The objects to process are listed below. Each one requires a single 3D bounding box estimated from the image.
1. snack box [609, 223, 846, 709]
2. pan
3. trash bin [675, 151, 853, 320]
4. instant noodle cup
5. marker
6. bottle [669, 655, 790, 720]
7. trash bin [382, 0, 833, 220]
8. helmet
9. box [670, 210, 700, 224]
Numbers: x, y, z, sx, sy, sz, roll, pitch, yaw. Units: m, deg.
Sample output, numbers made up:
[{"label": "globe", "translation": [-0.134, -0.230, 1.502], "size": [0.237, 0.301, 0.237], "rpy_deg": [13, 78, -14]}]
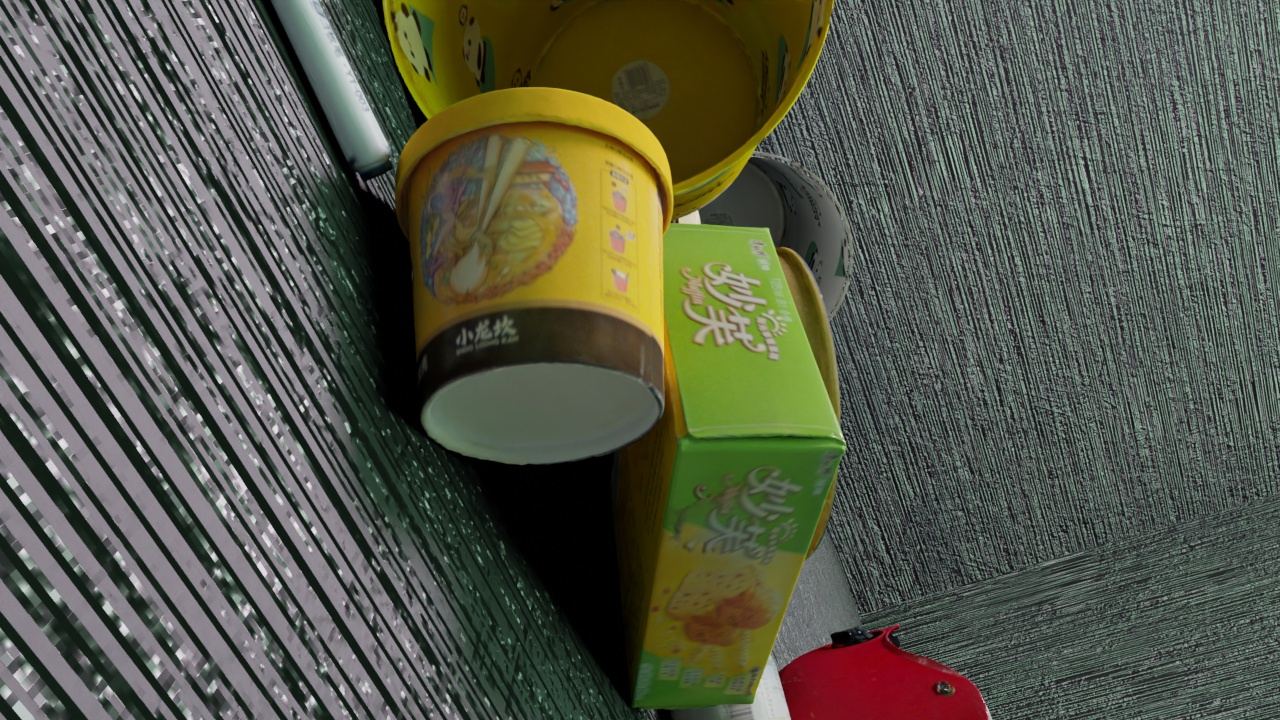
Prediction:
[{"label": "snack box", "translation": [0.030, 0.057, 0.471], "size": [0.157, 0.070, 0.210], "rpy_deg": [-98, -168, -47]}, {"label": "pan", "translation": [0.077, 0.013, 0.656], "size": [0.357, 0.078, 0.198], "rpy_deg": [-130, -140, -76]}, {"label": "trash bin", "translation": [0.105, -0.141, 1.078], "size": [0.251, 0.230, 0.229], "rpy_deg": [-95, 163, -71]}, {"label": "instant noodle cup", "translation": [-0.041, -0.027, 0.374], "size": [0.118, 0.119, 0.114], "rpy_deg": [53, 28, -59]}, {"label": "marker", "translation": [-0.131, -0.132, 0.353], "size": [0.131, 0.018, 0.022], "rpy_deg": [67, 23, -15]}, {"label": "bottle", "translation": [0.064, 0.255, 0.507], "size": [0.068, 0.068, 0.189], "rpy_deg": [54, 19, -57]}, {"label": "trash bin", "translation": [-0.007, -0.193, 0.582], "size": [0.255, 0.230, 0.229], "rpy_deg": [-9, 79, -85]}, {"label": "helmet", "translation": [0.133, 0.290, 0.612], "size": [0.240, 0.144, 0.207], "rpy_deg": [172, -89, -81]}, {"label": "box", "translation": [0.030, -0.066, 0.813], "size": [0.091, 0.080, 0.168], "rpy_deg": [25, 56, -69]}]
